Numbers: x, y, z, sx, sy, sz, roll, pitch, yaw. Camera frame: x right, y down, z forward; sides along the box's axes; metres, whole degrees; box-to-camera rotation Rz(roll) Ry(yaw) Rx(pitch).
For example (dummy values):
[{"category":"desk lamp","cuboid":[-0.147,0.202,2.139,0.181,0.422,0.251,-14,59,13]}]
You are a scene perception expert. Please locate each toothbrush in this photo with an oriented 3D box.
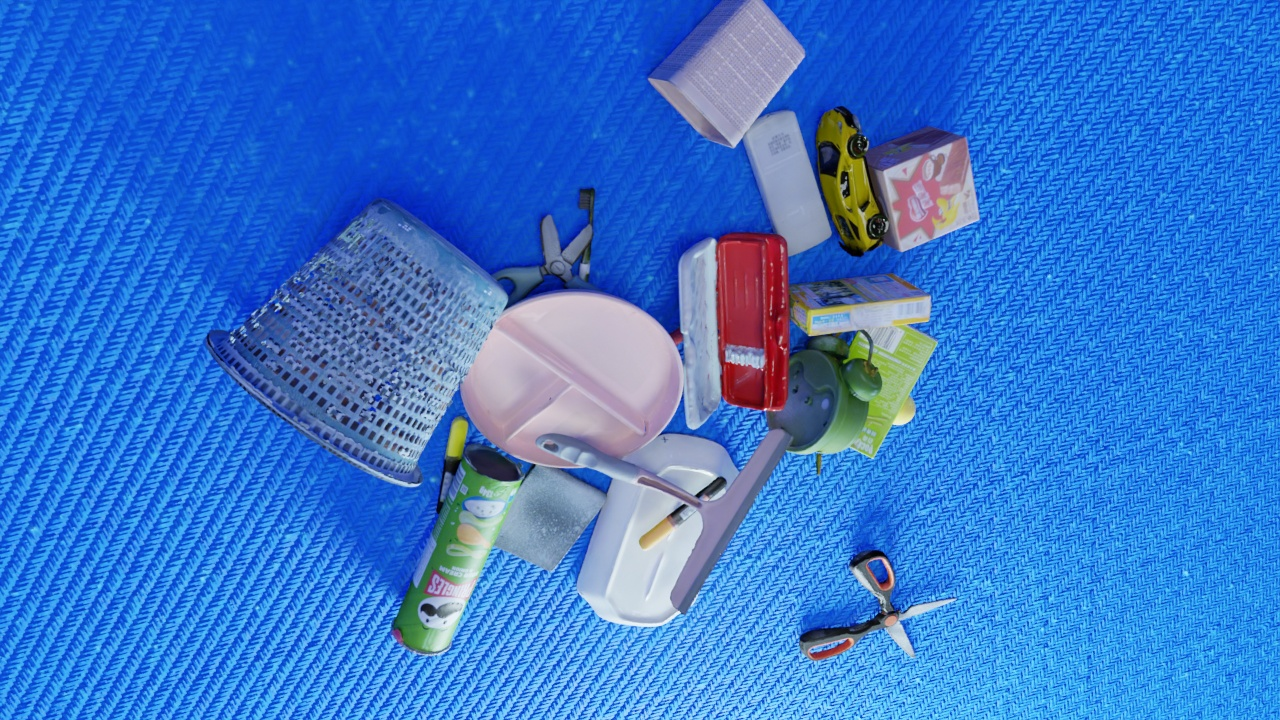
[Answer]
[{"category":"toothbrush","cuboid":[-0.062,-0.086,0.948,0.017,0.012,0.186,3,112,-9]}]

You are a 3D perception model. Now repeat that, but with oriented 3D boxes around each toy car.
[{"category":"toy car","cuboid":[0.212,-0.183,0.945,0.041,0.071,0.156,-23,114,-9]}]

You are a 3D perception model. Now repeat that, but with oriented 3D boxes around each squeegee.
[{"category":"squeegee","cuboid":[-0.001,0.129,0.999,0.249,0.040,0.248,25,106,-15]}]

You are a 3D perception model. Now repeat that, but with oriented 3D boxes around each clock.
[{"category":"clock","cuboid":[0.204,0.035,1.012,0.056,0.116,0.161,14,112,-32]}]

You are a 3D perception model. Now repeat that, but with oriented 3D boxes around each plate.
[{"category":"plate","cuboid":[0.026,0.212,1.083,0.162,0.034,0.266,14,108,-19]},{"category":"plate","cuboid":[-0.070,0.020,0.952,0.229,0.028,0.230,-2,127,-3]}]

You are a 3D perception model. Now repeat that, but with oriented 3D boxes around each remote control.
[{"category":"remote control","cuboid":[0.152,-0.184,0.956,0.058,0.021,0.150,-25,116,-3]}]

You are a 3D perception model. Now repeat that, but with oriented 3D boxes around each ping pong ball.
[{"category":"ping pong ball","cuboid":[0.305,0.056,1.085,0.040,0.040,0.040,-5,113,-12]}]

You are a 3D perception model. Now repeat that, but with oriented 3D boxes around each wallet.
[{"category":"wallet","cuboid":[-0.110,0.177,1.044,0.097,0.019,0.121,31,103,-22]}]

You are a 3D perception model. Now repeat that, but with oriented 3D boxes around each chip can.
[{"category":"chip can","cuboid":[-0.200,0.207,0.999,0.072,0.072,0.236,18,108,-21]}]

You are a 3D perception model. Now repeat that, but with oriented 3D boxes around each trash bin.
[{"category":"trash bin","cuboid":[-0.234,-0.028,0.833,0.226,0.227,0.195,39,86,-25]}]

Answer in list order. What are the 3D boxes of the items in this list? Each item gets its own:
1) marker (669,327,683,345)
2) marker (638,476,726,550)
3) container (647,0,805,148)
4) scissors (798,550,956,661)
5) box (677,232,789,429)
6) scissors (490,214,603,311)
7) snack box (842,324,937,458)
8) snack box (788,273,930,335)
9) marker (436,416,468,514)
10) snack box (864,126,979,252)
[{"category":"marker","cuboid":[-0.006,0.006,0.998,0.145,0.017,0.017,-35,116,1]},{"category":"marker","cuboid":[0.048,0.173,1.045,0.124,0.015,0.018,-39,114,1]},{"category":"container","cuboid":[0.083,-0.276,0.865,0.090,0.090,0.111,39,95,-25]},{"category":"scissors","cuboid":[0.314,0.333,1.218,0.233,0.021,0.221,-18,120,-7]},{"category":"box","cuboid":[0.098,-0.027,0.964,0.102,0.100,0.202,7,116,23]},{"category":"scissors","cuboid":[-0.106,-0.059,0.937,0.181,0.019,0.170,-13,114,0]},{"category":"snack box","cuboid":[0.265,0.026,1.052,0.086,0.026,0.156,26,106,7]},{"category":"snack box","cuboid":[0.230,-0.062,0.991,0.140,0.087,0.034,-6,113,-12]},{"category":"marker","cuboid":[-0.206,0.116,0.996,0.018,0.015,0.124,1,116,-31]},{"category":"snack box","cuboid":[0.288,-0.180,0.961,0.094,0.077,0.093,-22,116,-4]}]
